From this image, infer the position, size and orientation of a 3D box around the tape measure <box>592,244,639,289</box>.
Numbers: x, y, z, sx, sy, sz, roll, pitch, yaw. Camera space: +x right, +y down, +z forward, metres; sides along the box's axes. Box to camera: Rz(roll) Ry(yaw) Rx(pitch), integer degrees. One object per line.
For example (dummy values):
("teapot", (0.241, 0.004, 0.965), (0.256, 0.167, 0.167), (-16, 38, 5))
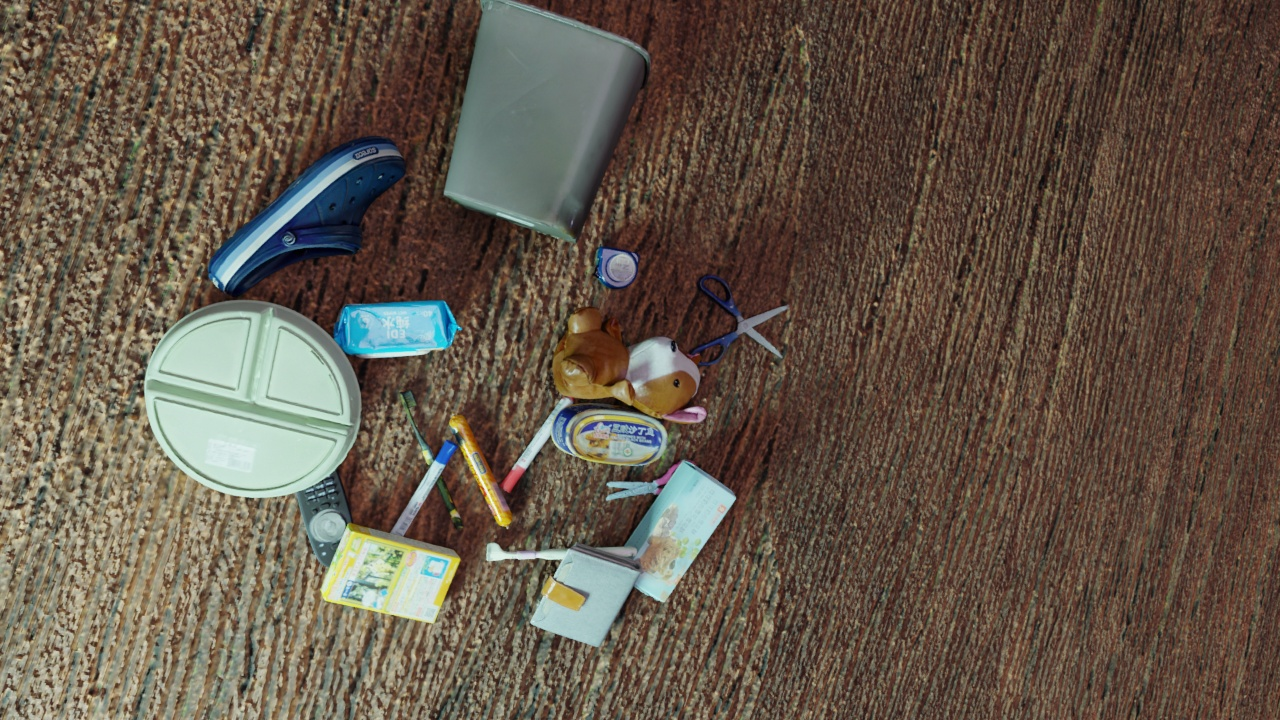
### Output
("tape measure", (-0.032, -0.120, 1.193), (0.058, 0.025, 0.054), (8, 91, -18))

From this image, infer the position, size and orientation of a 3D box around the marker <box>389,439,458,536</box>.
("marker", (-0.265, 0.162, 1.106), (0.017, 0.017, 0.145), (32, 88, -20))

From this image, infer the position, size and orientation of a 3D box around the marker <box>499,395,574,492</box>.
("marker", (-0.131, 0.105, 1.167), (0.017, 0.017, 0.145), (39, 78, -19))

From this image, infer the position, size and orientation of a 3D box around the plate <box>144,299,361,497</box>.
("plate", (-0.423, 0.048, 0.999), (0.230, 0.027, 0.230), (-1, 106, -4))

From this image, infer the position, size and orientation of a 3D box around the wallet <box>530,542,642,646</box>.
("wallet", (-0.071, 0.298, 1.158), (0.106, 0.037, 0.130), (21, 111, -16))

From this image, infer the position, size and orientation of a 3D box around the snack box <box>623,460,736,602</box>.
("snack box", (0.044, 0.225, 1.212), (0.074, 0.051, 0.175), (36, 88, -18))

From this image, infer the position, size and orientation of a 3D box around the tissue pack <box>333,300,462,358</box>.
("tissue pack", (-0.284, -0.036, 1.060), (0.140, 0.090, 0.063), (-4, 93, -22))

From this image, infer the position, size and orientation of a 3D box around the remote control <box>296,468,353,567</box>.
("remote control", (-0.368, 0.174, 1.071), (0.053, 0.024, 0.136), (-16, 100, -23))

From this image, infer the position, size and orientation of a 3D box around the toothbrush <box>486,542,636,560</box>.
("toothbrush", (-0.098, 0.242, 1.160), (0.189, 0.020, 0.029), (1, 122, -8))

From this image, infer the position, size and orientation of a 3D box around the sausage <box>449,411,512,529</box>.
("sausage", (-0.197, 0.137, 1.139), (0.021, 0.021, 0.165), (-27, 101, -19))

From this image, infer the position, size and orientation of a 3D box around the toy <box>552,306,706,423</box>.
("toy", (-0.007, 0.007, 1.151), (0.199, 0.131, 0.139), (22, 49, -18))

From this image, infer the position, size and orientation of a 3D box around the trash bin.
("trash bin", (-0.114, -0.266, 1.063), (0.199, 0.198, 0.220), (18, 93, -2))

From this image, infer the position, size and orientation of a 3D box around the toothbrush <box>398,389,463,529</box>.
("toothbrush", (-0.253, 0.122, 1.121), (0.017, 0.012, 0.186), (-22, 100, -10))

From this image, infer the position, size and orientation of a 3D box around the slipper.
("slipper", (-0.357, -0.151, 1.018), (0.252, 0.105, 0.095), (-41, 99, -13))

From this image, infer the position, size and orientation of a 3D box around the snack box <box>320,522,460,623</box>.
("snack box", (-0.294, 0.253, 1.085), (0.140, 0.034, 0.087), (22, 90, -31))

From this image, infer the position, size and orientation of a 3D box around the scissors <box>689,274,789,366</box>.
("scissors", (0.132, -0.051, 1.268), (0.175, 0.012, 0.162), (-35, 104, -18))

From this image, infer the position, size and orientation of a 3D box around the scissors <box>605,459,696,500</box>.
("scissors", (0.016, 0.180, 1.232), (0.137, 0.017, 0.077), (-12, 105, -17))

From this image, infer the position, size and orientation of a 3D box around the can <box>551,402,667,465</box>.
("can", (-0.038, 0.096, 1.176), (0.148, 0.049, 0.074), (9, 91, -29))
